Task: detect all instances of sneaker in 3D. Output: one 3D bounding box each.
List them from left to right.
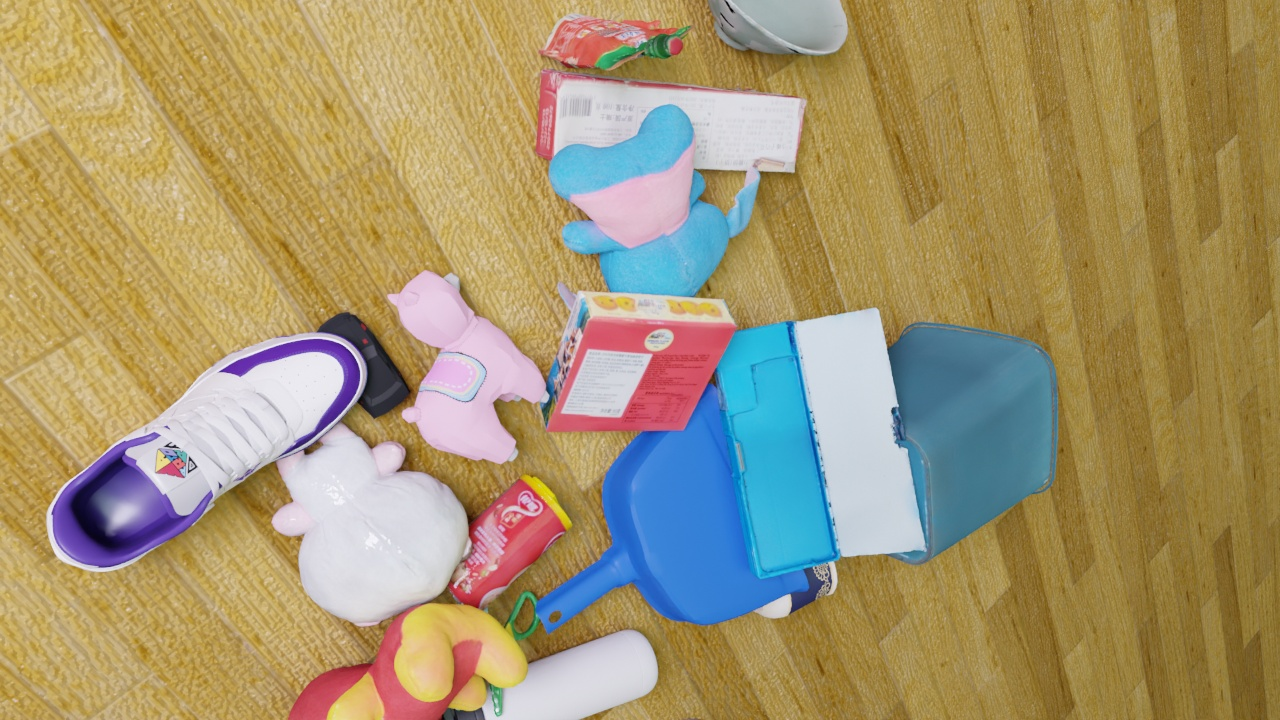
[{"bbox_3d":[-0.305,0.059,0.645,0.243,0.111,0.092,-39,101,-16],"label":"sneaker"}]

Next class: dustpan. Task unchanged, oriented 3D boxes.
[{"bbox_3d":[0.014,0.190,0.907,0.257,0.060,0.245,-30,99,-27],"label":"dustpan"}]

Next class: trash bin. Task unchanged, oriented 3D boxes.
[{"bbox_3d":[0.308,0.092,1.001,0.218,0.197,0.199,-26,116,-35],"label":"trash bin"}]

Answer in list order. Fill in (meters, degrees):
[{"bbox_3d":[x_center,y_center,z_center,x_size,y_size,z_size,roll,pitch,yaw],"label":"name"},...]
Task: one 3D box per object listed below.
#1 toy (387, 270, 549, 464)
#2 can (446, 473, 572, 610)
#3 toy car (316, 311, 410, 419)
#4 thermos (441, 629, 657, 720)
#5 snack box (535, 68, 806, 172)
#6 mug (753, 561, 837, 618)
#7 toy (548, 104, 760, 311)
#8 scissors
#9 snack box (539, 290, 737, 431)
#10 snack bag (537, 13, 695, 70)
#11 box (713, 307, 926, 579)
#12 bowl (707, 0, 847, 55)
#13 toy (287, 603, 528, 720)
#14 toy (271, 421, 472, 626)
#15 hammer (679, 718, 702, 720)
[{"bbox_3d":[-0.153,0.007,0.764,0.157,0.067,0.123,44,63,-32],"label":"toy"},{"bbox_3d":[-0.127,0.167,0.834,0.124,0.067,0.067,-42,122,-16],"label":"can"},{"bbox_3d":[-0.224,0.004,0.742,0.042,0.036,0.092,-39,121,-18],"label":"toy car"},{"bbox_3d":[-0.096,0.313,0.901,0.229,0.069,0.101,-9,96,-30],"label":"thermos"},{"bbox_3d":[0.034,-0.218,0.846,0.272,0.044,0.077,-6,112,-32],"label":"snack box"},{"bbox_3d":[0.154,0.232,1.038,0.089,0.086,0.112,-20,79,-25],"label":"mug"},{"bbox_3d":[0.018,-0.130,0.810,0.224,0.099,0.191,-33,136,-9],"label":"toy"},{"bbox_3d":[-0.146,0.263,0.849,0.108,0.012,0.131,39,57,-13],"label":"scissors"},{"bbox_3d":[-0.005,0.005,0.831,0.142,0.040,0.145,2,135,-24],"label":"snack box"},{"bbox_3d":[-0.016,-0.254,0.731,0.087,0.155,0.044,-32,122,-23],"label":"snack bag"},{"bbox_3d":[0.170,0.080,0.907,0.175,0.060,0.243,-11,91,9],"label":"box"},{"bbox_3d":[0.101,-0.324,0.838,0.174,0.068,0.174,16,53,-23],"label":"bowl"},{"bbox_3d":[-0.203,0.280,0.761,0.217,0.098,0.147,-40,141,25],"label":"toy"},{"bbox_3d":[-0.224,0.128,0.747,0.138,0.102,0.179,-37,97,-20],"label":"toy"},{"bbox_3d":[-0.017,0.539,1.036,0.312,0.035,0.139,-42,120,-16],"label":"hammer"}]
